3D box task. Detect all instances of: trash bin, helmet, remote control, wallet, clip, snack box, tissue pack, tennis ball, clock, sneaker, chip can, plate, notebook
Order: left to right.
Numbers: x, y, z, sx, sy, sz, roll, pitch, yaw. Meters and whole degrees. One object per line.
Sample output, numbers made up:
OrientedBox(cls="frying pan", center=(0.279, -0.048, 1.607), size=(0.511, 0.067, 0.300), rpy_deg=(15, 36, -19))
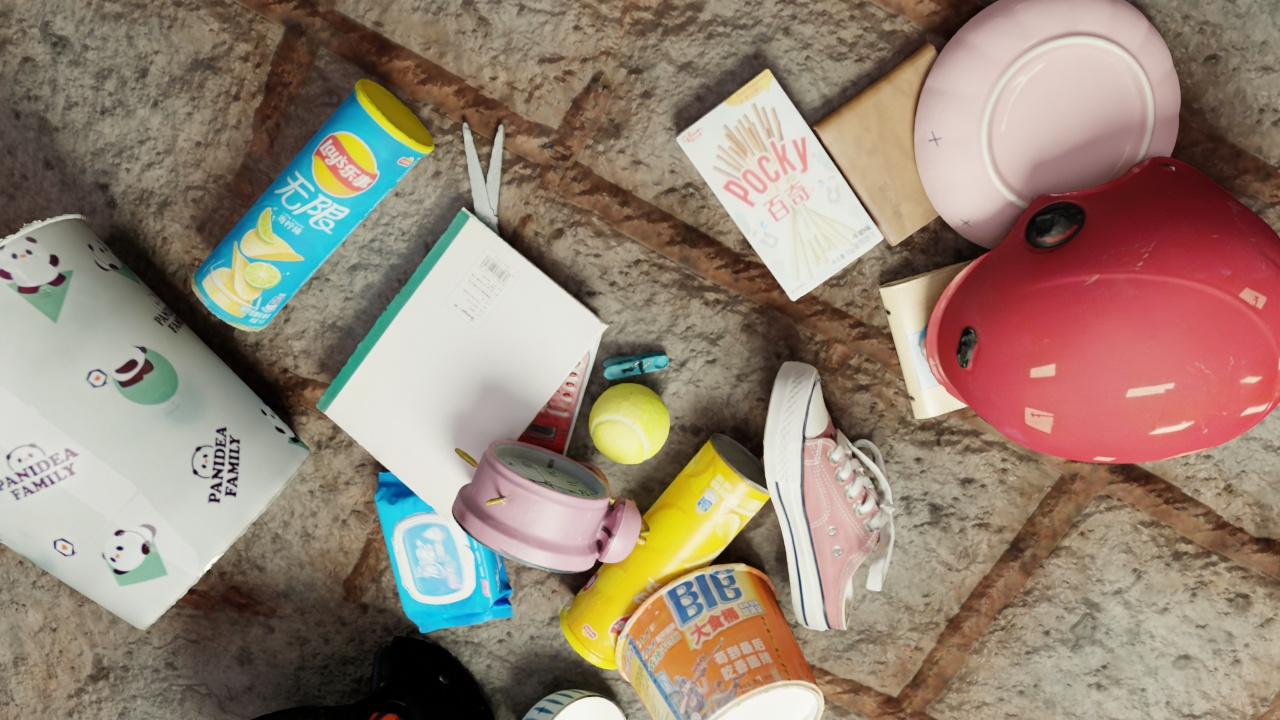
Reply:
OrientedBox(cls="trash bin", center=(-0.415, 0.057, 0.706), size=(0.230, 0.229, 0.252), rpy_deg=(-42, 104, 14))
OrientedBox(cls="chip can", center=(-0.256, -0.117, 0.712), size=(0.210, 0.071, 0.071), rpy_deg=(-42, 99, 15))
OrientedBox(cls="helmet", center=(-0.233, 0.389, 0.777), size=(0.274, 0.230, 0.234), rpy_deg=(22, 112, -42))
OrientedBox(cls="tissue pack", center=(-0.170, 0.166, 0.796), size=(0.095, 0.052, 0.157), rpy_deg=(-8, 105, 8))
OrientedBox(cls="notebook", center=(-0.147, 0.005, 0.736), size=(0.150, 0.012, 0.209), rpy_deg=(40, 100, 2))
OrientedBox(cls="remote control", center=(-0.073, 0.022, 0.758), size=(0.056, 0.020, 0.136), rpy_deg=(15, 108, -10))
OrientedBox(cls="clock", center=(-0.063, 0.112, 0.708), size=(0.158, 0.117, 0.060), rpy_deg=(20, 98, -31))
OrientedBox(cls="tennis ball", center=(-0.009, 0.051, 0.741), size=(0.065, 0.065, 0.065), rpy_deg=(1, 106, 5))
OrientedBox(cls="clip", center=(-0.004, 0.004, 0.750), size=(0.055, 0.037, 0.013), rpy_deg=(-10, 108, 0))
OrientedBox(cls="chip can", center=(0.022, 0.161, 0.768), size=(0.072, 0.072, 0.214), rpy_deg=(38, 105, -6))
OrientedBox(cls="snack box", center=(0.106, -0.132, 0.698), size=(0.085, 0.026, 0.157), rpy_deg=(-35, 101, 14))
OrientedBox(cls="sneaker", center=(0.156, 0.111, 0.725), size=(0.088, 0.118, 0.241), rpy_deg=(-2, 113, 24))
OrientedBox(cls="wallet", center=(0.202, -0.158, 0.686), size=(0.101, 0.020, 0.115), rpy_deg=(-35, 103, 14))
OrientedBox(cls="wallet", center=(0.245, -0.017, 0.722), size=(0.087, 0.024, 0.115), rpy_deg=(-16, 104, 14))
OrientedBox(cls="plate", center=(0.295, -0.166, 0.652), size=(0.192, 0.039, 0.192), rpy_deg=(-1, 107, -2))
OrientedBox(cls="helmet", center=(0.335, -0.011, 0.629), size=(0.240, 0.143, 0.207), rpy_deg=(-24, 120, 9))

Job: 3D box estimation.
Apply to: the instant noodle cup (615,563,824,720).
OrientedBox(cls="instant noodle cup", center=(0.068, 0.256, 0.739), size=(0.151, 0.111, 0.152), rpy_deg=(-13, 129, -17))

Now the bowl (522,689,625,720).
OrientedBox(cls="bowl", center=(-0.072, 0.351, 0.822), size=(0.066, 0.116, 0.116), rpy_deg=(0, 111, 46))

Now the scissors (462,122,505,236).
OrientedBox(cls="scissors", center=(-0.114, -0.099, 0.734), size=(0.144, 0.012, 0.170), rpy_deg=(33, 107, -5))
